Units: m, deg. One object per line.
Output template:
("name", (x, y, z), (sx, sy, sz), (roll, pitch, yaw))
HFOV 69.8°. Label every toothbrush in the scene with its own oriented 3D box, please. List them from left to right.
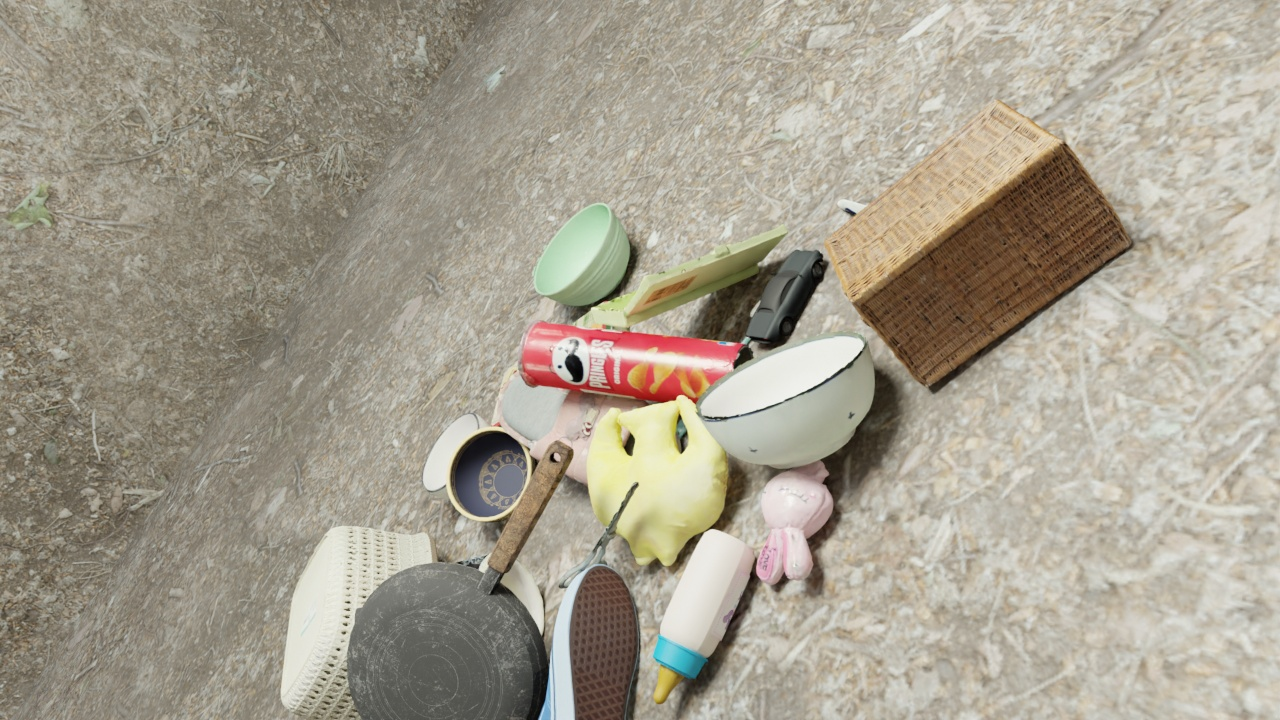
("toothbrush", (0.081, 0.014, 0.951), (0.180, 0.016, 0.016), (-55, 31, -2))
("toothbrush", (0.243, -0.131, 0.880), (0.017, 0.016, 0.189), (-60, 30, 7))

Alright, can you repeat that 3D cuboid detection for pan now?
("pan", (-0.152, 0.226, 0.850), (0.357, 0.208, 0.040), (-62, -8, 10))

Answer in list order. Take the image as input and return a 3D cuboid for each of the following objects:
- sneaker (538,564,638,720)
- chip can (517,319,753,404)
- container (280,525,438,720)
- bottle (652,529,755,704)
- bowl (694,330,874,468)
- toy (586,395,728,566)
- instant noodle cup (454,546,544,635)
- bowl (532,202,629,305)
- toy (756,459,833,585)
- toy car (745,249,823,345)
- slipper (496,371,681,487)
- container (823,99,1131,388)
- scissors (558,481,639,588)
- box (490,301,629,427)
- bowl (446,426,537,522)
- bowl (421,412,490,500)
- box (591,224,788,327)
("sneaker", (-0.065, 0.296, 0.796), (0.098, 0.083, 0.240), (-33, 37, 35))
("chip can", (-0.005, 0.005, 0.926), (0.233, 0.073, 0.073), (7, 60, 23))
("container", (-0.321, 0.309, 1.069), (0.185, 0.142, 0.246), (-57, 28, 19))
("bottle", (0.046, 0.214, 0.756), (0.051, 0.051, 0.146), (3, 61, 55))
("bowl", (0.129, 0.039, 0.773), (0.153, 0.073, 0.153), (-25, 13, 6))
("toy", (0.011, 0.115, 0.867), (0.171, 0.064, 0.154), (-11, 79, 41))
("instant noodle cup", (-0.170, 0.262, 0.936), (0.112, 0.137, 0.137), (-27, 38, 20))
("bowl", (-0.069, -0.132, 1.242), (0.151, 0.077, 0.150), (-34, 35, 28))
("toy", (0.123, 0.128, 0.746), (0.064, 0.047, 0.109), (-25, 43, 51))
("toy car", (0.145, -0.066, 0.927), (0.046, 0.034, 0.112), (12, 68, 57))
("slipper", (-0.071, 0.071, 0.996), (0.275, 0.054, 0.114), (18, 84, 41))
("container", (0.256, -0.094, 0.728), (0.199, 0.114, 0.112), (-39, 28, 20))
("scissors", (-0.027, 0.167, 0.858), (0.014, 0.094, 0.171), (48, 110, 27))
("box", (-0.103, 0.017, 1.166), (0.206, 0.050, 0.117), (-30, 38, 32))
("bowl", (-0.169, 0.141, 1.103), (0.112, 0.061, 0.112), (-6, 72, 19))
("bowl", (-0.223, 0.133, 1.191), (0.117, 0.065, 0.116), (-34, 35, 28))
("box", (0.054, -0.084, 0.961), (0.187, 0.044, 0.141), (-24, -3, -31))
